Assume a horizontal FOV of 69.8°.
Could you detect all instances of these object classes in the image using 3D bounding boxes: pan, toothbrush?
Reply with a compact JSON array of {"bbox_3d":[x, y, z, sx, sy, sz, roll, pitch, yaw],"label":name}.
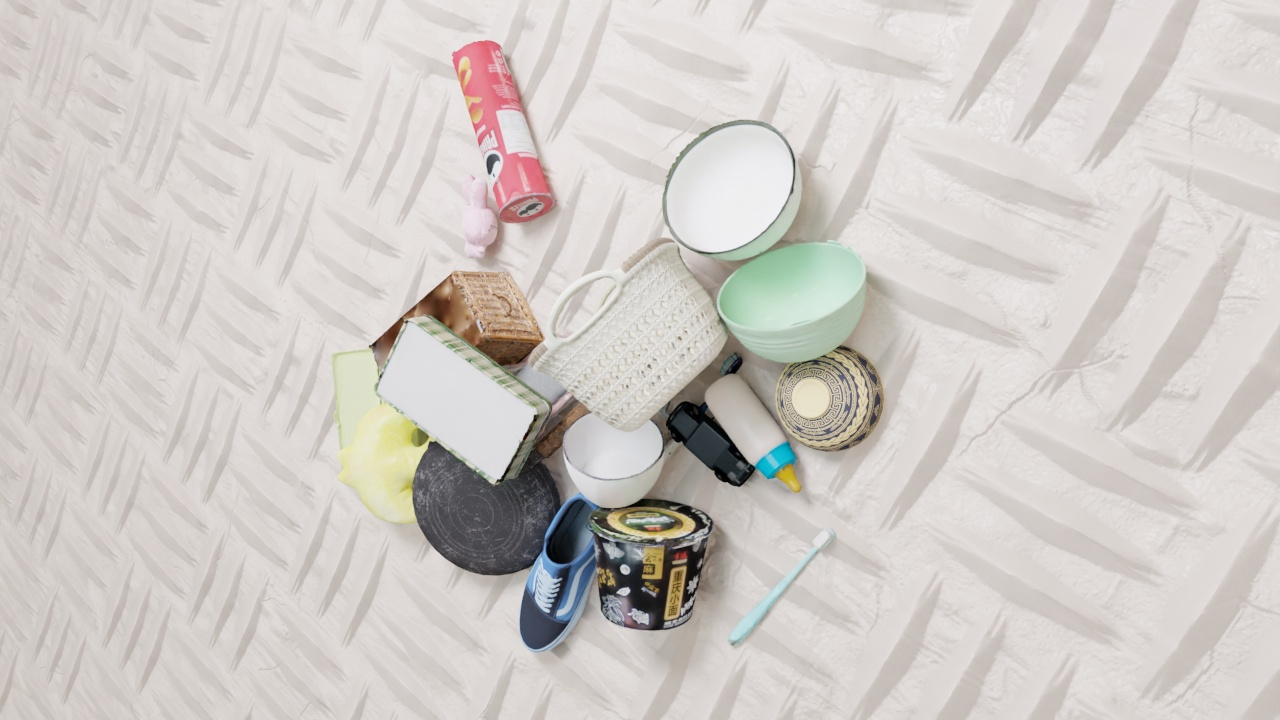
[{"bbox_3d":[-0.147,0.135,1.121,0.207,0.040,0.358,47,114,-1],"label":"pan"},{"bbox_3d":[0.148,0.246,0.988,0.016,0.016,0.181,45,112,24],"label":"toothbrush"},{"bbox_3d":[0.057,0.066,1.050,0.189,0.016,0.017,-54,54,19],"label":"toothbrush"}]

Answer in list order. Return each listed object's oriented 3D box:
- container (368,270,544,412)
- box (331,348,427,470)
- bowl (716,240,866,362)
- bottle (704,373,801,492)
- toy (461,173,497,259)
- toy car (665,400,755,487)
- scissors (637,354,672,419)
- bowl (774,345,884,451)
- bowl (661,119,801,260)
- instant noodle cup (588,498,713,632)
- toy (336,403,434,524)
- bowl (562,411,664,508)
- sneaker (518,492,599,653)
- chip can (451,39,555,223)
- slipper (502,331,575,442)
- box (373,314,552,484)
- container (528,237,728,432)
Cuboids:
[{"bbox_3d":[-0.239,-0.021,1.181,0.199,0.112,0.113,-38,70,24],"label":"container"},{"bbox_3d":[-0.366,0.072,1.299,0.141,0.044,0.187,-9,84,10],"label":"box"},{"bbox_3d":[0.159,-0.049,0.932,0.151,0.150,0.077,2,131,32],"label":"bowl"},{"bbox_3d":[0.127,0.082,0.984,0.051,0.051,0.146,-45,67,23],"label":"bottle"},{"bbox_3d":[-0.210,-0.187,1.194,0.063,0.047,0.110,-132,36,-59],"label":"toy"},{"bbox_3d":[0.079,0.093,1.022,0.112,0.034,0.046,42,110,15],"label":"toy car"},{"bbox_3d":[0.005,-0.001,1.083,0.095,0.014,0.170,-4,89,40],"label":"scissors"},{"bbox_3d":[0.186,0.039,0.942,0.113,0.061,0.112,-1,88,32],"label":"bowl"},{"bbox_3d":[0.106,-0.172,0.980,0.154,0.073,0.153,-12,67,29],"label":"bowl"},{"bbox_3d":[0.010,0.227,1.014,0.137,0.137,0.112,9,103,32],"label":"instant noodle cup"},{"bbox_3d":[-0.333,0.136,1.236,0.155,0.064,0.170,-5,87,8],"label":"toy"},{"bbox_3d":[-0.029,0.115,1.036,0.116,0.116,0.066,28,137,30],"label":"bowl"},{"bbox_3d":[-0.104,0.251,1.097,0.083,0.098,0.241,36,108,28],"label":"sneaker"},{"bbox_3d":[-0.178,-0.295,1.173,0.073,0.073,0.233,-26,75,29],"label":"chip can"},{"bbox_3d":[-0.166,0.066,1.166,0.275,0.054,0.114,-45,67,23],"label":"slipper"},{"bbox_3d":[-0.209,0.044,1.080,0.205,0.049,0.118,32,107,14],"label":"box"},{"bbox_3d":[-0.003,-0.028,0.957,0.185,0.246,0.143,-43,90,12],"label":"container"}]
